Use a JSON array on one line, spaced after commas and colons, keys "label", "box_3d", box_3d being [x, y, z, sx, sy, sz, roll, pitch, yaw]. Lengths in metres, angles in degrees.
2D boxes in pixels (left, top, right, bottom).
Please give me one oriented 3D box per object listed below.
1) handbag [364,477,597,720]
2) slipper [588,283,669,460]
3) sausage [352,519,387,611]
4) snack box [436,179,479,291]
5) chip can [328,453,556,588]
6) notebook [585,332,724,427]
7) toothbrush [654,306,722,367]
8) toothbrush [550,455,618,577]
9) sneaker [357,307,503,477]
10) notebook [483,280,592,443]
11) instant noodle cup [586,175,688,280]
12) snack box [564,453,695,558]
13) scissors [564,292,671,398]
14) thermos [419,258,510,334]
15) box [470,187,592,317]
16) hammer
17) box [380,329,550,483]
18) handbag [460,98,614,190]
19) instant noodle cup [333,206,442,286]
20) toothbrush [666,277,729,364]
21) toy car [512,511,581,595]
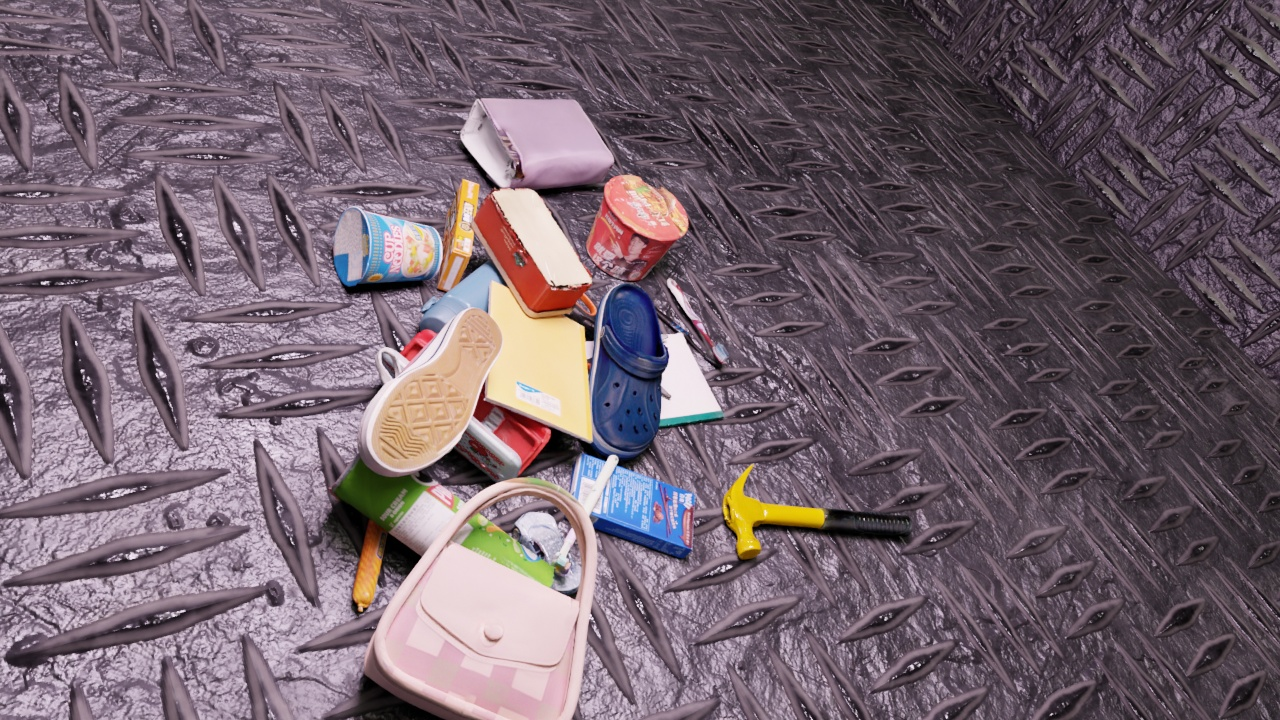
[{"label": "handbag", "box_3d": [-0.128, 0.223, 0.864, 0.193, 0.094, 0.233, 28, 65, -10]}, {"label": "slipper", "box_3d": [-0.007, 0.007, 1.175, 0.105, 0.095, 0.252, 18, 56, -25]}, {"label": "sausage", "box_3d": [-0.268, 0.179, 0.928, 0.021, 0.022, 0.164, 18, 43, -18]}, {"label": "snack box", "box_3d": [-0.245, -0.168, 1.234, 0.026, 0.075, 0.153, 16, 44, -21]}, {"label": "chip can", "box_3d": [-0.195, 0.172, 0.922, 0.236, 0.072, 0.072, 38, 40, -8]}, {"label": "notebook", "box_3d": [0.004, 0.029, 1.259, 0.208, 0.012, 0.150, -5, 56, -36]}, {"label": "toothbrush", "box_3d": [0.051, -0.053, 1.368, 0.189, 0.016, 0.014, 41, 37, 9]}, {"label": "toothbrush", "box_3d": [-0.058, 0.168, 1.035, 0.029, 0.020, 0.189, 63, 30, -24]}, {"label": "sneaker", "box_3d": [-0.221, 0.037, 0.936, 0.118, 0.088, 0.240, 46, 36, -18]}, {"label": "notebook", "box_3d": [-0.123, -0.002, 1.117, 0.145, 0.010, 0.206, 26, 35, -29]}, {"label": "instant noodle cup", "box_3d": [-0.013, -0.193, 1.387, 0.138, 0.109, 0.137, 19, 43, -18]}, {"label": "snack box", "box_3d": [-0.010, 0.174, 1.099, 0.157, 0.026, 0.084, 22, 42, -14]}, {"label": "scissors", "box_3d": [-0.053, -0.021, 1.246, 0.232, 0.022, 0.221, -24, 73, -43]}, {"label": "thermos", "box_3d": [-0.203, -0.088, 1.193, 0.070, 0.070, 0.219, 37, 40, 3]}, {"label": "box", "box_3d": [-0.135, -0.146, 1.182, 0.091, 0.078, 0.168, -12, 63, -48]}, {"label": "hammer", "box_3d": [0.240, 0.211, 1.227, 0.300, 0.033, 0.128, 10, 48, -26]}, {"label": "box", "box_3d": [-0.202, 0.051, 1.031, 0.201, 0.100, 0.095, 39, 83, 4]}, {"label": "handbag", "box_3d": [-0.159, -0.331, 1.431, 0.196, 0.099, 0.145, -16, 60, -43]}, {"label": "instant noodle cup", "box_3d": [-0.314, -0.140, 1.155, 0.109, 0.099, 0.099, -1, 52, -43]}, {"label": "toothbrush", "box_3d": [0.085, -0.064, 1.384, 0.016, 0.017, 0.187, 2, 43, -38]}, {"label": "toy car", "box_3d": [-0.100, 0.209, 1.004, 0.048, 0.031, 0.105, -11, 56, -42]}]
